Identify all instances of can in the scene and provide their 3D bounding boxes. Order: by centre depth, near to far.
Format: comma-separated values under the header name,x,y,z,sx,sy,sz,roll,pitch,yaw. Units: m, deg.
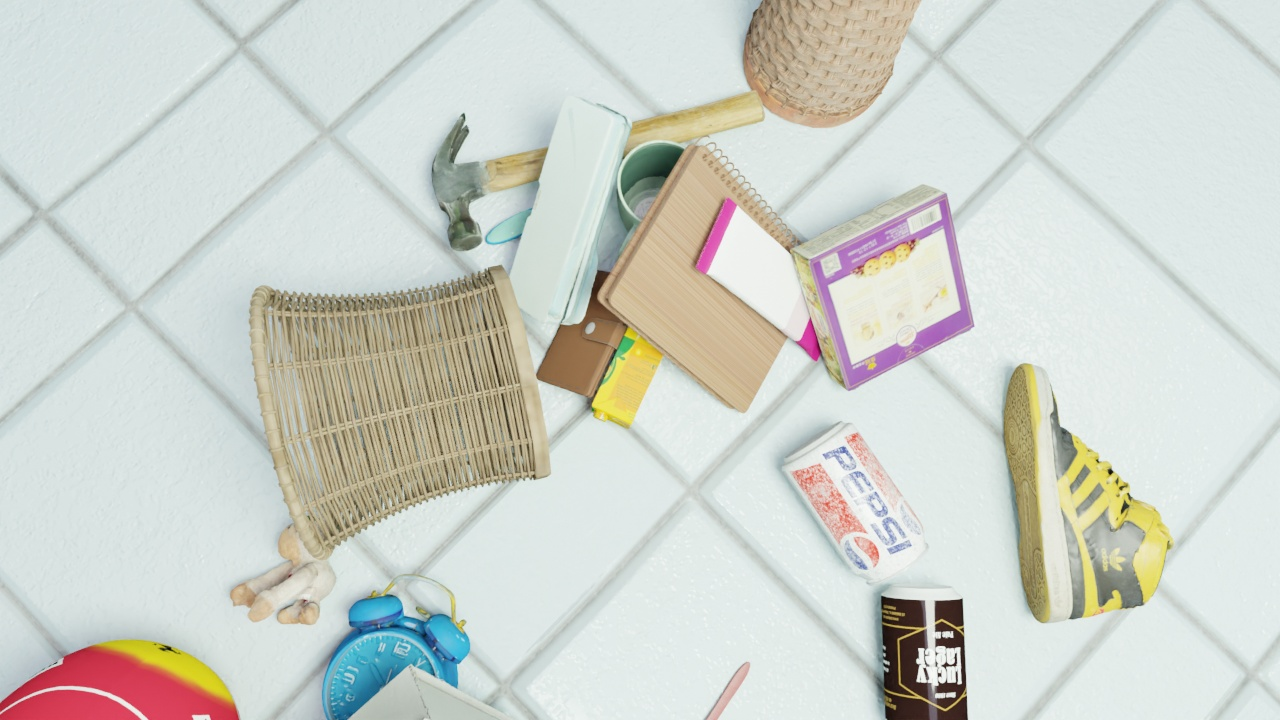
name,x,y,z,sx,sy,sz,roll,pitch,yaw
can,0.255,0.268,0.824,0.072,0.072,0.128,1,82,-3
can,0.196,0.129,0.839,0.078,0.078,0.136,-33,84,-7

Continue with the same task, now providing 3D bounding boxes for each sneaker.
name,x,y,z,sx,sy,sz,roll,pitch,yaw
sneaker,0.413,0.118,0.846,0.122,0.086,0.238,-3,86,3

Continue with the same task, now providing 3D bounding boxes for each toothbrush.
name,x,y,z,sx,sy,sz,roll,pitch,yaw
toothbrush,0.047,0.351,0.831,0.015,0.016,0.184,37,80,-3
toothbrush,-0.090,-0.145,0.897,0.135,0.017,0.022,-26,84,-7

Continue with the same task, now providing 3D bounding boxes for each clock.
name,x,y,z,sx,sy,sz,roll,pitch,yaw
clock,-0.216,0.268,0.807,0.117,0.060,0.161,18,80,0

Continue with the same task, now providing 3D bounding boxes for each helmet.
name,x,y,z,sx,sy,sz,roll,pitch,yaw
helmet,-0.428,0.354,0.702,0.197,0.225,0.270,21,79,0

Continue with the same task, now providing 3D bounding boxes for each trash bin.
name,x,y,z,sx,sy,sz,roll,pitch,yaw
trash bin,0.185,-0.323,0.840,0.151,0.210,0.151,0,82,-3

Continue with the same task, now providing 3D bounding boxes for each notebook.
name,x,y,z,sx,sy,sz,roll,pitch,yaw
notebook,0.073,-0.071,0.823,0.210,0.022,0.169,38,78,-41

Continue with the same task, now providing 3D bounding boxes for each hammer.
name,x,y,z,sx,sy,sz,roll,pitch,yaw
hammer,-0.039,-0.209,0.892,0.330,0.033,0.132,-16,69,-7

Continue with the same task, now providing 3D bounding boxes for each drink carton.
name,x,y,z,sx,sy,sz,roll,pitch,yaw
drink carton,-0.005,0.005,0.857,0.041,0.058,0.122,25,81,1

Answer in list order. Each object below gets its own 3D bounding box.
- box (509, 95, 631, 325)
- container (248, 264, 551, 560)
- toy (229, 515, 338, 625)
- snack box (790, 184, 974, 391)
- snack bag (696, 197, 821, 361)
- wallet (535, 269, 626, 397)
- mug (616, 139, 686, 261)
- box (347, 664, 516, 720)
name,x,y,z,sx,sy,sz,roll,pitch,yaw
box,-0.063,-0.131,0.822,0.070,0.085,0.199,12,109,-22
container,-0.193,0.032,0.769,0.196,0.227,0.226,-13,82,-12
toy,-0.301,0.183,0.808,0.074,0.085,0.105,32,71,-19
snack box,0.228,-0.066,0.853,0.143,0.040,0.148,-26,118,-7
snack bag,0.122,-0.069,0.837,0.196,0.016,0.070,32,77,-41
wallet,-0.049,-0.029,0.856,0.013,0.087,0.121,33,78,-41
mug,0.010,-0.135,0.856,0.084,0.104,0.111,29,80,2
box,-0.197,0.328,0.616,0.167,0.413,0.149,-42,82,-2
